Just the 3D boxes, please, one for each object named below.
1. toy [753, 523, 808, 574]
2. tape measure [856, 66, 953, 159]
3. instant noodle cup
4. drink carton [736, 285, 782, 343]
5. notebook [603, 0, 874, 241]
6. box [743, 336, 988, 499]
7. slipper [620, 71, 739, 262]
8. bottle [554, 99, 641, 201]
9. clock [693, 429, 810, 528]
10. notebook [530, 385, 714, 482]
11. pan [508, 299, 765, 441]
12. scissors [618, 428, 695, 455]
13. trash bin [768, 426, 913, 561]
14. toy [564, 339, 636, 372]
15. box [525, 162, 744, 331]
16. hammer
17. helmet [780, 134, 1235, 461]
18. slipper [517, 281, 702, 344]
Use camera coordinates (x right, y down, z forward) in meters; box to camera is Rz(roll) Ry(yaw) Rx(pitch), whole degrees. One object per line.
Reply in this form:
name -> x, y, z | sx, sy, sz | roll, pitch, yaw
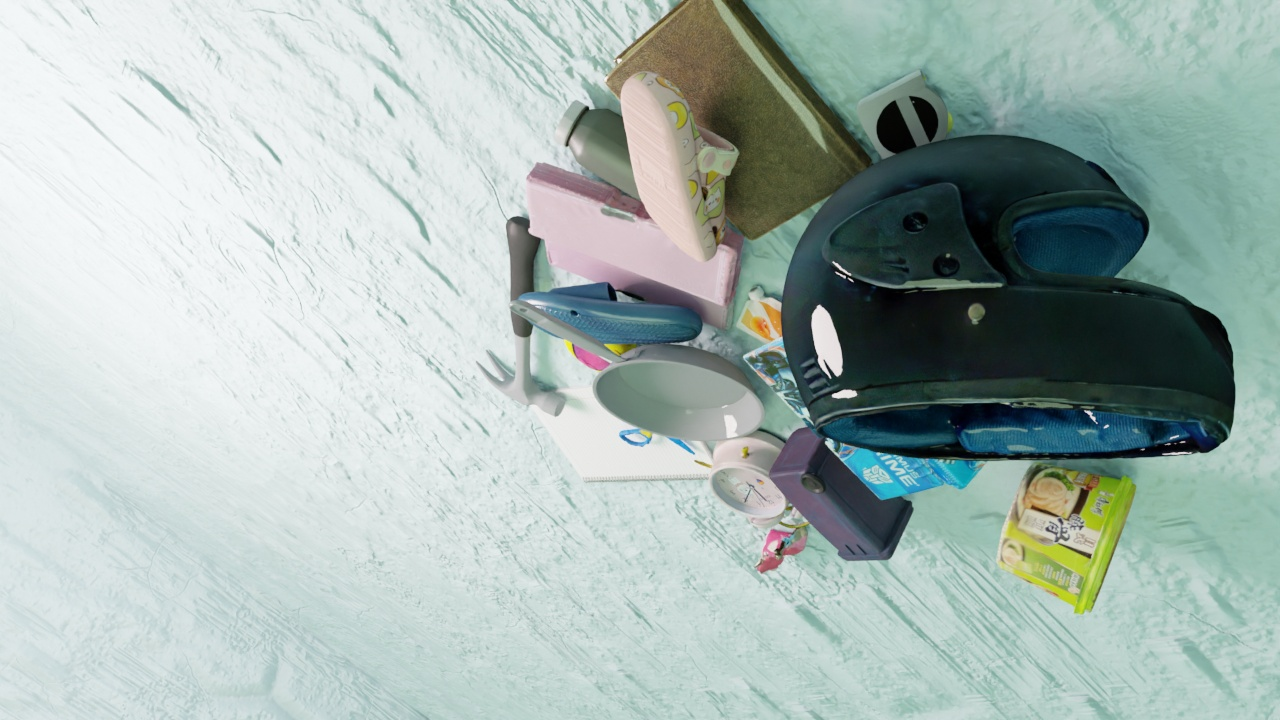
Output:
toy -> 0.184, 0.256, 1.248 | 0.050, 0.065, 0.103 | 54, 152, 23
tape measure -> 0.216, -0.197, 0.745 | 0.064, 0.016, 0.065 | -24, 115, 23
instant noodle cup -> 0.430, 0.173, 0.933 | 0.098, 0.145, 0.146 | 20, 142, 30
drink carton -> 0.161, -0.028, 0.972 | 0.122, 0.038, 0.069 | 30, 143, 10
notebook -> 0.099, -0.220, 0.797 | 0.215, 0.034, 0.191 | 45, 138, -18
box -> 0.241, 0.041, 0.918 | 0.171, 0.071, 0.243 | -39, 108, 22
slipper -> 0.041, -0.175, 0.794 | 0.093, 0.081, 0.197 | 44, 165, 37
bottle -> -0.025, -0.202, 0.876 | 0.108, 0.060, 0.060 | 31, 142, -1
clock -> 0.154, 0.156, 1.150 | 0.158, 0.058, 0.117 | 43, 140, -16
notebook -> -0.025, 0.100, 1.244 | 0.246, 0.013, 0.178 | -7, 127, 38
pan -> -0.006, 0.006, 1.014 | 0.201, 0.050, 0.356 | -14, 143, 41
scissors -> 0.018, 0.080, 1.178 | 0.126, 0.015, 0.127 | -8, 128, 34
trash bin -> 0.238, 0.156, 1.071 | 0.161, 0.093, 0.092 | 46, 148, -16
toy -> -0.048, -0.018, 1.105 | 0.095, 0.041, 0.094 | 32, 145, -6
box -> -0.008, -0.106, 0.966 | 0.233, 0.039, 0.179 | 21, 152, 13
hammer -> -0.150, -0.053, 1.140 | 0.125, 0.029, 0.312 | 24, 140, 15
helmet -> 0.266, -0.053, 0.705 | 0.317, 0.235, 0.248 | -4, 161, 36
slipper -> -0.036, -0.056, 1.012 | 0.214, 0.059, 0.104 | 5, 164, 14
